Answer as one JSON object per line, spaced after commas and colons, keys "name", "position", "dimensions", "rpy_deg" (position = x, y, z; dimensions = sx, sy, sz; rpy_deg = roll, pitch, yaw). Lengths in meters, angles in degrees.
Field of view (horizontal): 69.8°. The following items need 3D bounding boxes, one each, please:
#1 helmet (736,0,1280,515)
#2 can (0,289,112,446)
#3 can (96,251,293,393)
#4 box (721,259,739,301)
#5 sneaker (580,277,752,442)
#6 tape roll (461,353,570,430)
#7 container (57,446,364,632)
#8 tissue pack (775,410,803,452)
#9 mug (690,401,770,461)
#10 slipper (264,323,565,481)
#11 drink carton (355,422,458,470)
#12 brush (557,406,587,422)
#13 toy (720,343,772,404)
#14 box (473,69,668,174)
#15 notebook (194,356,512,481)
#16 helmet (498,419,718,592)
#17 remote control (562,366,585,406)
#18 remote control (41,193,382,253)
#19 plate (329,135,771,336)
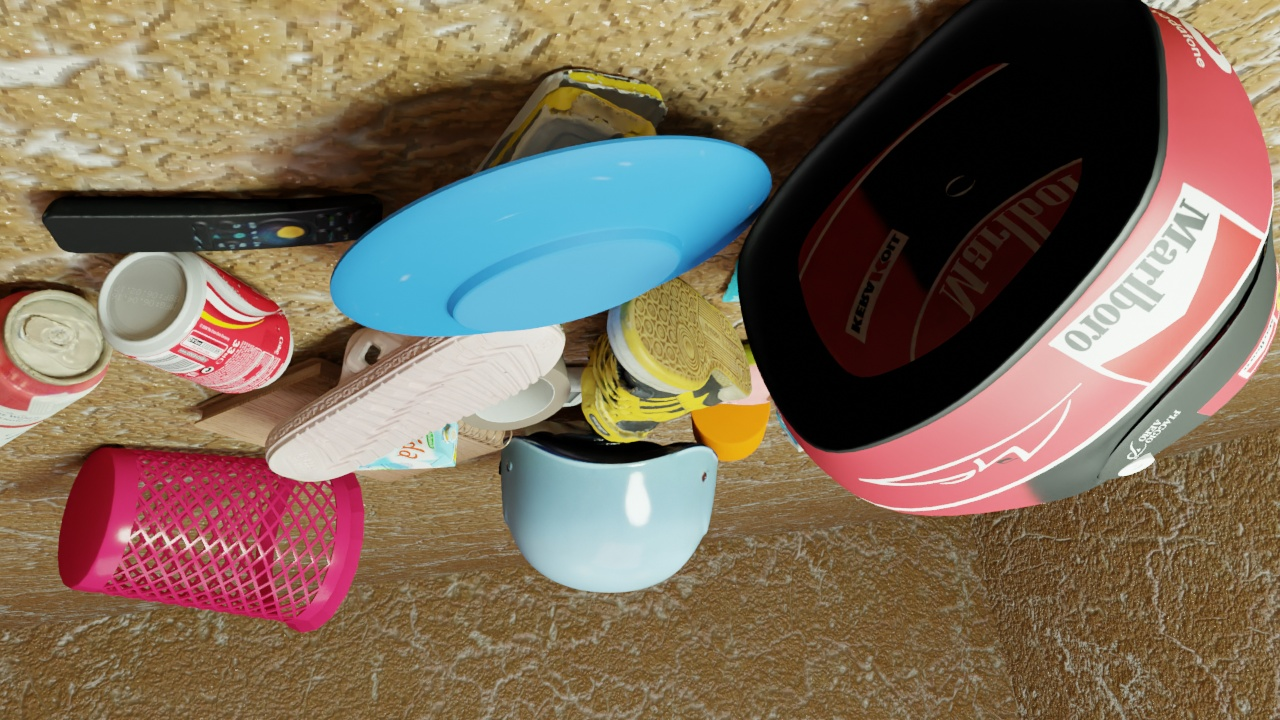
{"name": "helmet", "position": [0.190, -0.035, 0.464], "dimensions": [0.224, 0.197, 0.272], "rpy_deg": [8, 140, -36]}
{"name": "can", "position": [-0.383, 0.011, 0.550], "dimensions": [0.171, 0.067, 0.067], "rpy_deg": [-21, 160, 34]}
{"name": "can", "position": [-0.248, -0.020, 0.522], "dimensions": [0.064, 0.064, 0.105], "rpy_deg": [-11, 164, 6]}
{"name": "box", "position": [0.177, -0.066, 0.658], "dimensions": [0.226, 0.039, 0.182], "rpy_deg": [-7, 164, -9]}
{"name": "sneaker", "position": [-0.004, 0.004, 0.688], "dimensions": [0.122, 0.086, 0.238], "rpy_deg": [-19, 165, 19]}
{"name": "tape roll", "position": [-0.105, 0.019, 0.743], "dimensions": [0.093, 0.030, 0.094], "rpy_deg": [-12, 147, -8]}
{"name": "container", "position": [-0.420, 0.166, 0.896], "dimensions": [0.184, 0.183, 0.225], "rpy_deg": [-22, 152, 37]}
{"name": "tissue pack", "position": [0.192, 0.044, 0.940], "dimensions": [0.093, 0.061, 0.144], "rpy_deg": [-28, 163, -5]}
{"name": "mug", "position": [0.105, 0.047, 0.938], "dimensions": [0.112, 0.077, 0.096], "rpy_deg": [-37, 165, -6]}
{"name": "slipper", "position": [-0.170, 0.010, 0.662], "dimensions": [0.240, 0.064, 0.094], "rpy_deg": [-28, 149, 13]}
{"name": "drink carton", "position": [-0.208, 0.064, 0.732], "dimensions": [0.129, 0.044, 0.039], "rpy_deg": [-2, 156, 5]}
{"name": "brush", "position": [-0.038, 0.053, 0.961], "dimensions": [0.126, 0.017, 0.048], "rpy_deg": [-6, 163, -9]}
{"name": "toy", "position": [0.095, 0.014, 0.840], "dimensions": [0.110, 0.051, 0.090], "rpy_deg": [-4, 162, -14]}
{"name": "box", "position": [-0.062, -0.082, 0.483], "dimensions": [0.065, 0.044, 0.210], "rpy_deg": [15, 154, -27]}
{"name": "notebook", "position": [-0.242, 0.057, 0.796], "dimensions": [0.169, 0.022, 0.210], "rpy_deg": [-17, 151, 31]}
{"name": "helmet", "position": [-0.037, 0.145, 0.936], "dimensions": [0.225, 0.167, 0.265], "rpy_deg": [5, 180, 2]}
{"name": "remote control", "position": [-0.110, 0.026, 0.816], "dimensions": [0.138, 0.025, 0.060], "rpy_deg": [-1, 162, -24]}
{"name": "remote control", "position": [-0.207, -0.070, 0.457], "dimensions": [0.151, 0.020, 0.041], "rpy_deg": [-4, 162, -19]}
{"name": "plate", "position": [-0.039, -0.046, 0.464], "dimensions": [0.224, 0.024, 0.224], "rpy_deg": [-16, 168, -3]}
